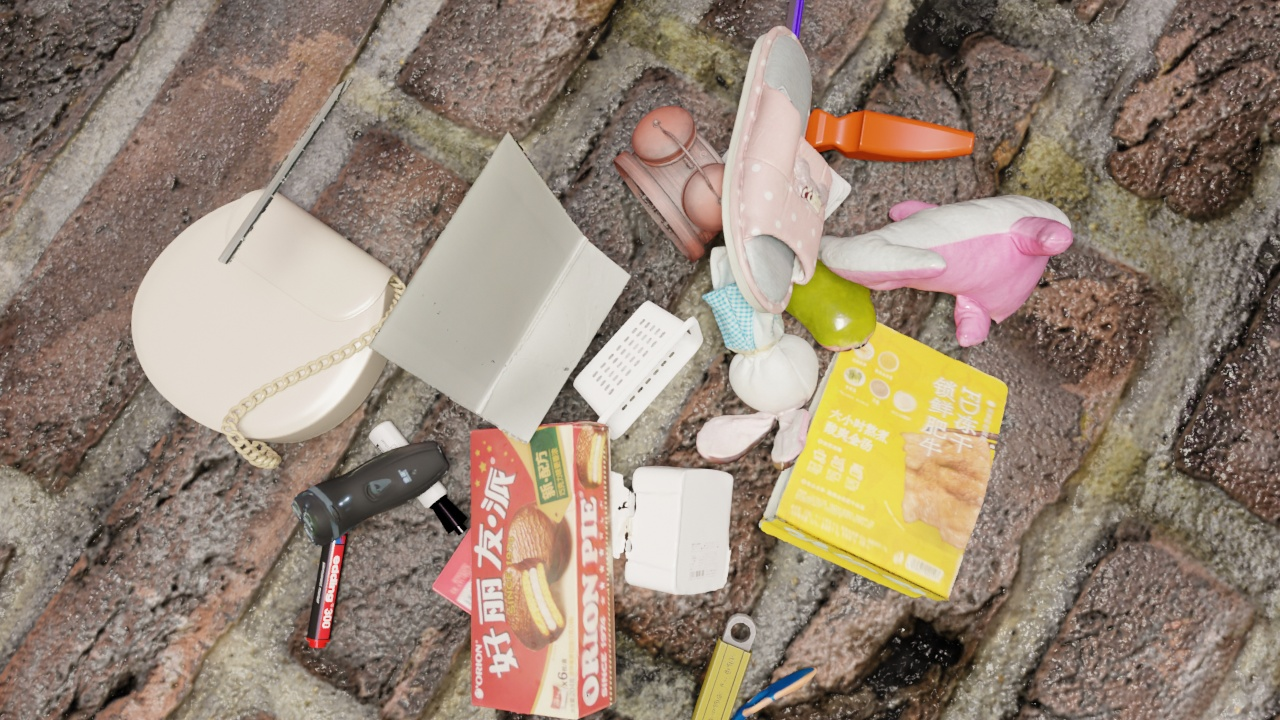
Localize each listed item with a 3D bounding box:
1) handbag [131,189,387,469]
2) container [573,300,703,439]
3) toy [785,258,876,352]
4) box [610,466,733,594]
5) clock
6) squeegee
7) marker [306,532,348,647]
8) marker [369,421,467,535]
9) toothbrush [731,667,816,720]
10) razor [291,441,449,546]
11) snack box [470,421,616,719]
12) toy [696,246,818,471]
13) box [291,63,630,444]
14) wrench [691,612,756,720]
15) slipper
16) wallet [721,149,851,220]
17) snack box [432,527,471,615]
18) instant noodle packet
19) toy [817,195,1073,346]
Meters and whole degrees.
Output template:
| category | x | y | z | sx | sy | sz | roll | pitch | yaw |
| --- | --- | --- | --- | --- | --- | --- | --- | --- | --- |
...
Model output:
| category | x | y | z | sx | sy | sz | roll | pitch | yaw |
| --- | --- | --- | --- | --- | --- | --- | --- | --- | --- |
| handbag | -0.339 | -0.034 | 0.831 | 0.210 | 0.103 | 0.208 | 34 | 81 | 3 |
| container | -0.005 | 0.005 | 0.837 | 0.049 | 0.081 | 0.129 | 41 | 85 | 16 |
| toy | 0.172 | -0.057 | 0.843 | 0.090 | 0.051 | 0.109 | -15 | 59 | -6 |
| box | -0.005 | 0.146 | 0.817 | 0.137 | 0.124 | 0.108 | -2 | 82 | 36 |
| clock | 0.038 | -0.157 | 0.814 | 0.072 | 0.157 | 0.120 | -39 | 84 | 2 |
| squeegee | 0.217 | -0.212 | 0.867 | 0.185 | 0.055 | 0.249 | 9 | 93 | 15 |
| marker | -0.284 | 0.189 | 0.845 | 0.023 | 0.021 | 0.145 | 8 | 84 | -6 |
| marker | -0.204 | 0.111 | 0.851 | 0.025 | 0.025 | 0.126 | -40 | 85 | -4 |
| toothbrush | 0.101 | 0.313 | 0.828 | 0.135 | 0.021 | 0.017 | -34 | 100 | -1 |
| razor | -0.238 | 0.115 | 0.811 | 0.140 | 0.063 | 0.053 | -27 | 99 | 0 |
| snack box | -0.084 | 0.172 | 0.779 | 0.113 | 0.060 | 0.236 | -5 | 82 | 32 |
| toy | 0.107 | -0.012 | 0.827 | 0.105 | 0.131 | 0.205 | -14 | 95 | -39 |
| box | -0.109 | -0.046 | 0.693 | 0.150 | 0.369 | 0.166 | 30 | 81 | 3 |
| wrench | 0.054 | 0.355 | 0.810 | 0.083 | 0.018 | 0.273 | 19 | 91 | 4 |
| slipper | 0.123 | -0.168 | 0.772 | 0.055 | 0.114 | 0.273 | -8 | 63 | 35 |
| wallet | 0.128 | -0.167 | 0.855 | 0.116 | 0.032 | 0.086 | 42 | 104 | 19 |
| snack box | -0.118 | 0.176 | 0.844 | 0.089 | 0.021 | 0.133 | 32 | 85 | 4 |
| instant noodle packet | 0.227 | 0.084 | 0.832 | 0.163 | 0.084 | 0.221 | 25 | 73 | 4 |
| toy | 0.282 | -0.078 | 0.810 | 0.265 | 0.187 | 0.128 | -9 | 106 | -28 |
